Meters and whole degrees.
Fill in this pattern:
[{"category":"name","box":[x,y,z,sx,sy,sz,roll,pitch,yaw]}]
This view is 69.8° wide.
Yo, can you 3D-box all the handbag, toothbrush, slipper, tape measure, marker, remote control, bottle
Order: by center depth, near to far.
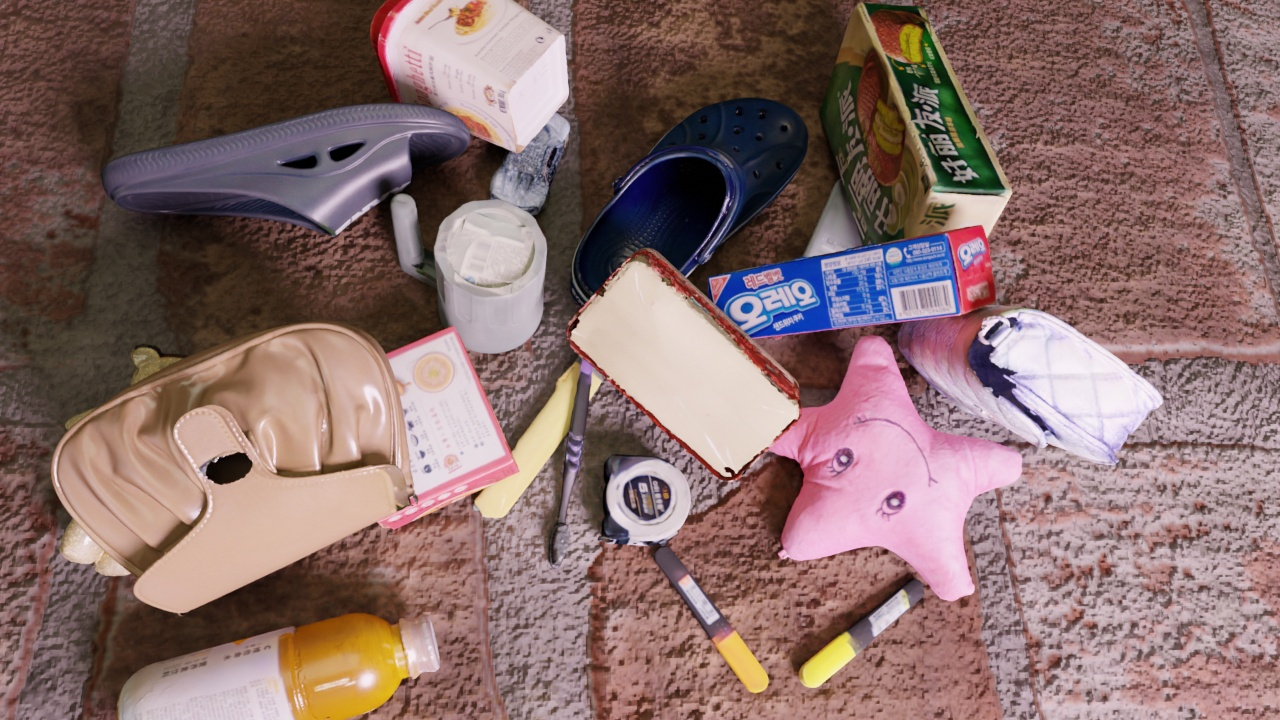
[{"category":"handbag","box":[-0.245,0.063,0.574,0.204,0.100,0.148,-26,100,-8]},{"category":"bottle","box":[-0.226,0.207,0.589,0.189,0.068,0.068,-13,73,-13]},{"category":"handbag","box":[0.270,0.011,0.668,0.134,0.194,0.075,36,94,0]},{"category":"marker","box":[0.050,0.187,0.668,0.018,0.015,0.124,-33,76,-20]},{"category":"tape measure","box":[0.003,0.105,0.680,0.066,0.034,0.065,6,71,-4]},{"category":"marker","box":[0.166,0.201,0.681,0.124,0.015,0.018,-31,79,-21]},{"category":"toothbrush","box":[-0.049,0.061,0.688,0.014,0.017,0.188,12,75,-13]},{"category":"slipper","box":[-0.259,-0.128,0.697,0.268,0.111,0.083,-11,89,-7]},{"category":"slipper","box":[0.037,-0.137,0.743,0.105,0.095,0.252,43,74,5]},{"category":"remote control","box":[0.171,-0.094,0.784,0.056,0.020,0.135,26,68,0]}]

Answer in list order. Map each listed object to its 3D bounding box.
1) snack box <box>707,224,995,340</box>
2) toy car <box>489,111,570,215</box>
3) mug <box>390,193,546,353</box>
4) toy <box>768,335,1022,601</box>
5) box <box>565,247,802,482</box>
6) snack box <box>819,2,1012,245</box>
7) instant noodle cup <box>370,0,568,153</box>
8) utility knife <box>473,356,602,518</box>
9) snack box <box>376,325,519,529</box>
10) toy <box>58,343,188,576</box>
[{"category":"snack box","box":[0.143,-0.052,0.666,0.058,0.208,0.057,-17,97,-44]},{"category":"toy car","box":[-0.091,-0.170,0.766,0.049,0.031,0.105,16,68,-3]},{"category":"mug","box":[-0.130,-0.070,0.686,0.124,0.103,0.083,27,69,1]},{"category":"toy","box":[0.178,0.095,0.685,0.178,0.074,0.194,-43,69,0]},{"category":"box","box":[0.034,0.002,0.665,0.168,0.079,0.091,42,104,-5]},{"category":"snack box","box":[0.210,-0.171,0.733,0.063,0.115,0.239,0,52,-8]},{"category":"instant noodle cup","box":[-0.130,-0.239,0.733,0.124,0.116,0.116,31,68,12]},{"category":"utility knife","box":[-0.075,0.055,0.696,0.031,0.018,0.151,33,67,8]},{"category":"snack box","box":[-0.169,0.053,0.663,0.127,0.044,0.113,-23,75,-8]},{"category":"toy","box":[-0.342,0.069,0.631,0.105,0.066,0.157,26,70,-31]}]
